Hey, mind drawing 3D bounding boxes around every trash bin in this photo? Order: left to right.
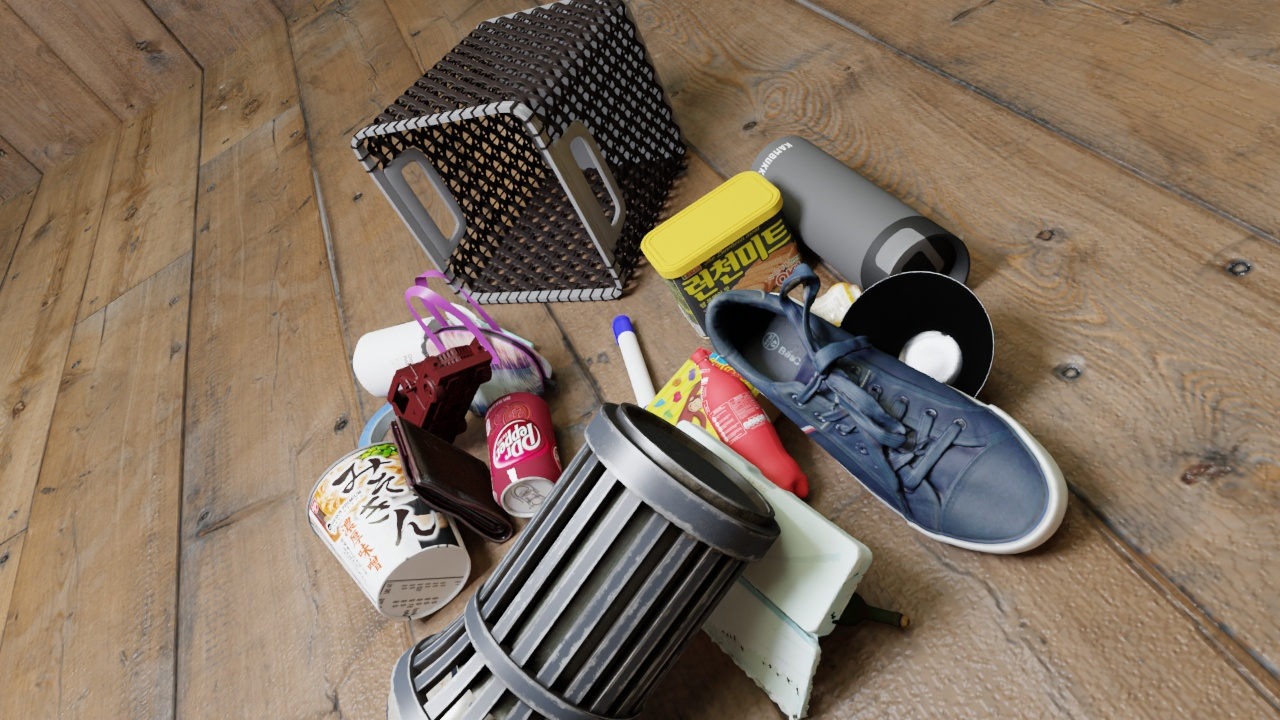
[{"bbox_3d":[-0.029,0.154,0.599,0.227,0.164,0.164,-55,41,7],"label":"trash bin"}]

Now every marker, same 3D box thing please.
[{"bbox_3d":[-0.005,0.005,0.896,0.020,0.020,0.141,-27,41,7],"label":"marker"}]

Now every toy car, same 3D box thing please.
[{"bbox_3d":[-0.197,0.032,0.878,0.070,0.170,0.062,-24,70,-36],"label":"toy car"}]

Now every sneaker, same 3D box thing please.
[{"bbox_3d":[0.156,0.027,0.648,0.294,0.127,0.121,38,102,33],"label":"sneaker"}]

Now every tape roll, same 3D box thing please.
[{"bbox_3d":[-0.261,0.076,0.992,0.093,0.016,0.091,-31,41,2],"label":"tape roll"}]

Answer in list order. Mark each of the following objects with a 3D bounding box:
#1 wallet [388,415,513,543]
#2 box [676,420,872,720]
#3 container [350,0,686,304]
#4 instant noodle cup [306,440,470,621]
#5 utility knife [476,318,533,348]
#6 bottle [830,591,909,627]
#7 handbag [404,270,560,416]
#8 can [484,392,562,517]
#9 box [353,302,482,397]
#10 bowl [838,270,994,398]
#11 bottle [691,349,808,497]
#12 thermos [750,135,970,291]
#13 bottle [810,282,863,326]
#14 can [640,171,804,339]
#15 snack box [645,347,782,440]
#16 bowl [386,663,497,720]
[{"bbox_3d":[-0.169,0.105,0.827,0.031,0.120,0.099,-45,40,7],"label":"wallet"},{"bbox_3d":[0.065,0.140,0.652,0.197,0.043,0.136,36,111,50],"label":"box"},{"bbox_3d":[-0.117,-0.238,1.037,0.246,0.247,0.242,1,48,33],"label":"container"},{"bbox_3d":[-0.216,0.157,0.818,0.123,0.124,0.122,-39,50,-7],"label":"instant noodle cup"},{"bbox_3d":[-0.168,-0.031,1.043,0.022,0.015,0.168,-48,39,-14],"label":"utility knife"},{"bbox_3d":[0.135,0.170,0.640,0.106,0.025,0.025,4,53,36],"label":"bottle"},{"bbox_3d":[-0.168,-0.020,0.908,0.145,0.170,0.067,3,52,34],"label":"handbag"},{"bbox_3d":[-0.109,0.085,0.850,0.063,0.063,0.114,-26,41,8],"label":"can"},{"bbox_3d":[-0.234,-0.014,1.016,0.161,0.081,0.091,-12,24,24],"label":"box"},{"bbox_3d":[0.219,-0.003,0.720,0.124,0.052,0.124,-9,74,33],"label":"bowl"},{"bbox_3d":[0.081,0.053,0.726,0.042,0.042,0.141,-31,75,2],"label":"bottle"},{"bbox_3d":[0.193,-0.128,0.849,0.082,0.082,0.240,-35,41,-2],"label":"thermos"},{"bbox_3d":[0.150,-0.018,0.786,0.109,0.063,0.063,-33,39,19],"label":"bottle"},{"bbox_3d":[0.083,-0.098,0.876,0.131,0.101,0.072,-33,41,0],"label":"can"},{"bbox_3d":[0.050,0.058,0.792,0.125,0.040,0.088,-48,43,-16],"label":"snack box"},{"bbox_3d":[-0.145,0.261,0.705,0.116,0.059,0.115,-18,43,17],"label":"bowl"}]
